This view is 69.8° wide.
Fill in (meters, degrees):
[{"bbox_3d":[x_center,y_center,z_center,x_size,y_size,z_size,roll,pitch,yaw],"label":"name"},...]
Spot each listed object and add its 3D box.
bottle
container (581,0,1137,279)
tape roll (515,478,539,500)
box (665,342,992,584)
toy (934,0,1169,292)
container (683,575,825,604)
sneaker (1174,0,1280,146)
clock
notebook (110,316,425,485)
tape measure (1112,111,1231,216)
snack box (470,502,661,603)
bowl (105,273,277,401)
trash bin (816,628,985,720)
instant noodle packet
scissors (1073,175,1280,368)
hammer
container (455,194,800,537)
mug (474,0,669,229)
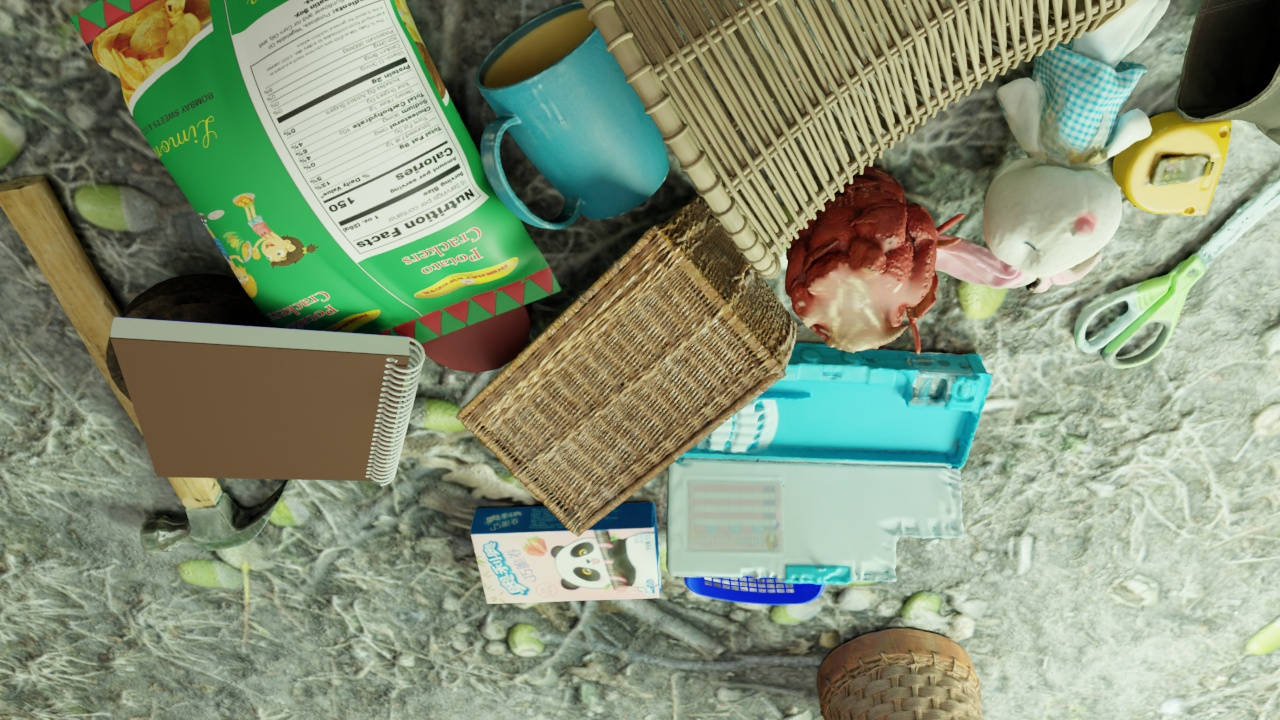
[{"bbox_3d":[0.140,-0.062,0.560,0.099,0.111,0.099,5,128,6],"label":"bottle"},{"bbox_3d":[0.084,-0.185,0.419,0.196,0.226,0.227,-30,120,13],"label":"container"},{"bbox_3d":[-0.053,0.072,0.713,0.094,0.030,0.094,1,126,1],"label":"tape roll"},{"bbox_3d":[0.133,0.073,0.686,0.227,0.074,0.181,2,102,-1],"label":"box"},{"bbox_3d":[0.253,-0.112,0.532,0.131,0.105,0.206,7,127,-8],"label":"toy"},{"bbox_3d":[0.095,0.145,0.746,0.114,0.058,0.096,6,126,-3],"label":"container"},{"bbox_3d":[0.385,-0.211,0.461,0.119,0.095,0.235,7,135,-16],"label":"sneaker"},{"bbox_3d":[-0.123,-0.043,0.624,0.124,0.044,0.087,37,118,-23],"label":"clock"},{"bbox_3d":[-0.245,0.036,0.621,0.171,0.022,0.210,4,151,-19],"label":"notebook"},{"bbox_3d":[0.327,-0.122,0.567,0.059,0.030,0.068,-3,125,0],"label":"tape measure"},{"bbox_3d":[-0.061,0.164,0.779,0.154,0.033,0.088,-3,125,3],"label":"snack box"},{"bbox_3d":[-0.297,-0.015,0.636,0.121,0.056,0.121,-9,133,-10],"label":"bowl"},{"bbox_3d":[0.245,0.368,0.812,0.151,0.209,0.151,0,125,0],"label":"trash bin"},{"bbox_3d":[-0.187,-0.119,0.537,0.196,0.090,0.253,-18,113,20],"label":"instant noodle packet"},{"bbox_3d":[0.376,-0.061,0.622,0.072,0.033,0.176,31,124,-15],"label":"scissors"},{"bbox_3d":[-0.372,0.019,0.683,0.132,0.033,0.331,-6,125,7],"label":"hammer"},{"bbox_3d":[-0.003,0.004,0.589,0.199,0.113,0.112,-40,94,23],"label":"container"},{"bbox_3d":[-0.041,-0.128,0.526,0.084,0.112,0.104,15,150,45],"label":"mug"}]
